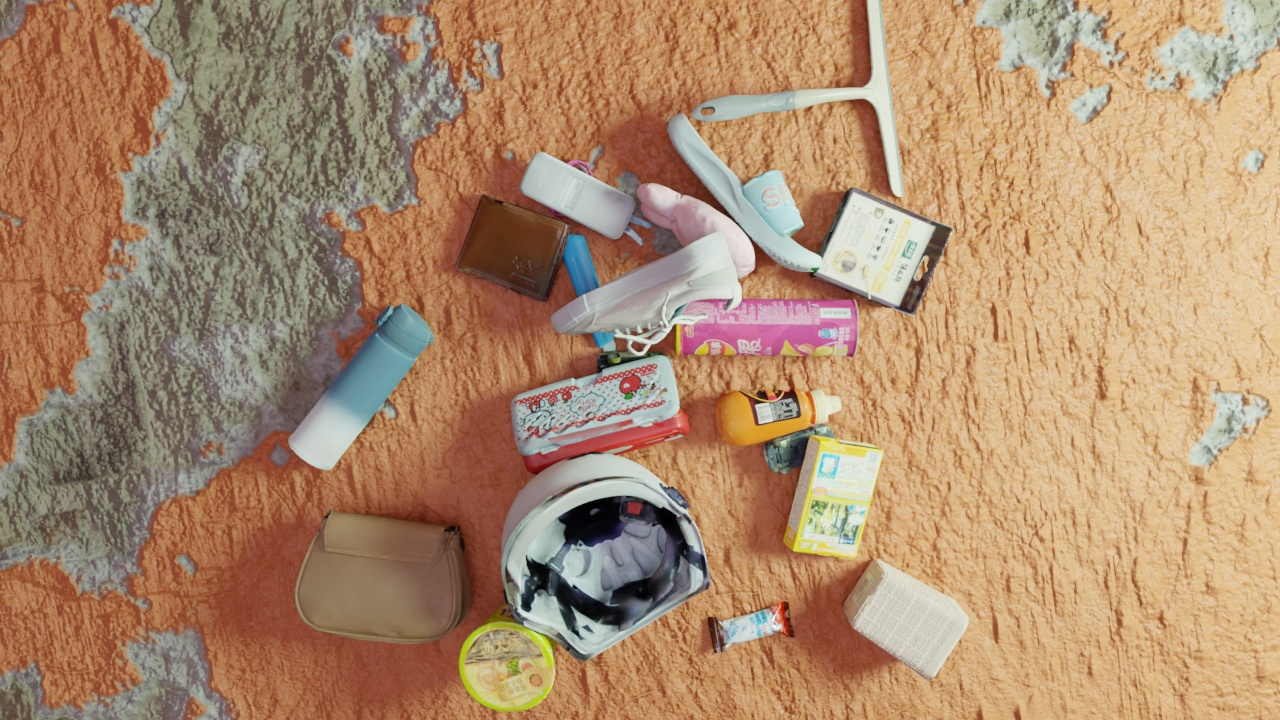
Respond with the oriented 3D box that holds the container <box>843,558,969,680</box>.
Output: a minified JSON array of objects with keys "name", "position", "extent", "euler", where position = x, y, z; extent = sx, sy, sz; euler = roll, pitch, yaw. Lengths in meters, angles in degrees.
[{"name":"container","position":[0.312,0.304,1.096],"extent":[0.111,0.090,0.090],"euler":[31,95,2]}]

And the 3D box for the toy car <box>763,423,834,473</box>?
[{"name":"toy car","position":[0.192,0.105,1.110],"extent":[0.090,0.034,0.043],"euler":[-18,103,-9]}]

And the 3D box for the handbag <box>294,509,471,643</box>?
[{"name":"handbag","position":[-0.308,0.264,1.120],"extent":[0.204,0.100,0.147],"euler":[7,88,2]}]

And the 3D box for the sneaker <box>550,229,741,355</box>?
[{"name":"sneaker","position":[0.008,-0.060,1.031],"extent":[0.243,0.089,0.091],"euler":[-21,97,35]}]

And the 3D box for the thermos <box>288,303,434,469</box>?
[{"name":"thermos","position":[-0.338,0.030,1.114],"extent":[0.070,0.070,0.220],"euler":[38,95,-1]}]

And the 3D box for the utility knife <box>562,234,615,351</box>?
[{"name":"utility knife","position":[-0.062,-0.079,1.115],"extent":[0.034,0.018,0.159],"euler":[-18,95,16]}]

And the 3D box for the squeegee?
[{"name":"squeegee","position":[0.181,-0.298,1.047],"extent":[0.246,0.039,0.246],"euler":[-8,94,-10]}]

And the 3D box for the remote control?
[{"name":"remote control","position":[-0.074,-0.195,1.087],"extent":[0.136,0.020,0.056],"euler":[26,104,-1]}]

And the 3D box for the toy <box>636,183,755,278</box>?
[{"name":"toy","position":[0.065,-0.151,1.055],"extent":[0.159,0.121,0.054],"euler":[35,83,10]}]

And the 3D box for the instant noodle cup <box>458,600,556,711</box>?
[{"name":"instant noodle cup","position":[-0.146,0.338,1.100],"extent":[0.112,0.123,0.112],"euler":[1,100,6]}]

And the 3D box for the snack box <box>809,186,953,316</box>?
[{"name":"snack box","position":[0.280,-0.127,1.077],"extent":[0.125,0.053,0.113],"euler":[23,95,0]}]

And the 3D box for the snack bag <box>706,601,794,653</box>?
[{"name":"snack bag","position":[0.137,0.331,1.137],"extent":[0.104,0.026,0.048],"euler":[-12,82,3]}]

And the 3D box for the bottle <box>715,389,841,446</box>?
[{"name":"bottle","position":[0.167,0.062,1.097],"extent":[0.149,0.067,0.067],"euler":[-9,94,-4]}]

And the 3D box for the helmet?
[{"name":"helmet","position":[-0.053,0.200,1.058],"extent":[0.229,0.145,0.259],"euler":[-35,123,3]}]

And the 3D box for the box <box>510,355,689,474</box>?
[{"name":"box","position":[-0.049,0.063,1.095],"extent":[0.201,0.095,0.101],"euler":[-16,78,8]}]

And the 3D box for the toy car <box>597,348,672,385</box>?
[{"name":"toy car","position":[-0.007,0.006,1.107],"extent":[0.090,0.035,0.042],"euler":[0,122,3]}]

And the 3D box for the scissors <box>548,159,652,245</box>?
[{"name":"scissors","position":[-0.052,-0.176,1.109],"extent":[0.137,0.017,0.083],"euler":[42,95,-5]}]

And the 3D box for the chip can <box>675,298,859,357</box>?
[{"name":"chip can","position":[0.147,-0.039,1.082],"extent":[0.210,0.071,0.071],"euler":[1,95,2]}]

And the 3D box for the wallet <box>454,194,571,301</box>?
[{"name":"wallet","position":[-0.153,-0.135,1.102],"extent":[0.124,0.032,0.101],"euler":[21,100,11]}]

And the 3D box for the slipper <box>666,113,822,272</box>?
[{"name":"slipper","position":[0.126,-0.198,1.055],"extent":[0.074,0.104,0.245],"euler":[-42,85,10]}]

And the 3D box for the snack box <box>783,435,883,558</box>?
[{"name":"snack box","position":[0.231,0.164,1.099],"extent":[0.087,0.034,0.140],"euler":[9,98,-17]}]
